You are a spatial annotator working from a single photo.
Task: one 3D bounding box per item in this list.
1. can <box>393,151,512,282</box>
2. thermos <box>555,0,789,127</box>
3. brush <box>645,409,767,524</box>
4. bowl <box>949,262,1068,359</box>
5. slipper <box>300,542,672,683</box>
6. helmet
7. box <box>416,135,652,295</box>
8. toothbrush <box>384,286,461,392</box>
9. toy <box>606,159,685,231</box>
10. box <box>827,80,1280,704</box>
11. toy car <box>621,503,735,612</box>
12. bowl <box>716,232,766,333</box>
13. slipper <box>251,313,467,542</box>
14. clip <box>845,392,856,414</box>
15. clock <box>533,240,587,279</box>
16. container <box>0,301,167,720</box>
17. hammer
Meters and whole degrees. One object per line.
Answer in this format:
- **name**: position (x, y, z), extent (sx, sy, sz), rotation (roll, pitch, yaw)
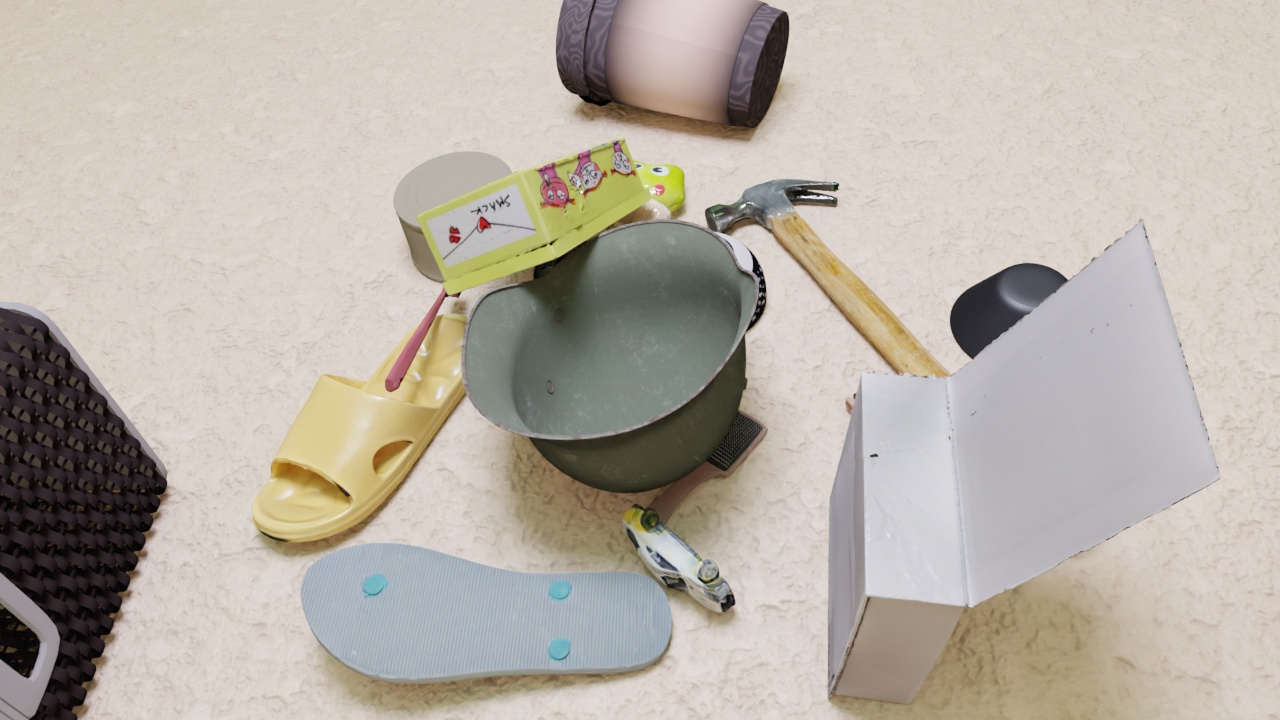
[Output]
- **can**: position (-0.185, -0.150, 0.952), extent (0.128, 0.073, 0.127), rotation (-4, 49, 4)
- **thermos**: position (0.041, -0.358, 1.047), extent (0.226, 0.173, 0.172), rotation (20, 55, 15)
- **brush**: position (0.048, 0.086, 0.756), extent (0.050, 0.015, 0.135), rotation (29, 59, 29)
- **bowl**: position (0.340, -0.048, 0.804), extent (0.124, 0.053, 0.123), rotation (-4, 49, 5)
- **slipper**: position (-0.112, 0.195, 0.671), extent (0.269, 0.055, 0.098), rotation (6, 52, -2)
- **helmet**: position (-0.004, 0.004, 0.739), extent (0.227, 0.154, 0.267), rotation (-1, 47, 19)
- **box**: position (-0.088, -0.138, 0.841), extent (0.125, 0.079, 0.220), rotation (-16, 12, 26)
- **toothbrush**: position (-0.191, -0.028, 0.826), extent (0.016, 0.016, 0.189), rotation (10, 32, 1)
- **toy**: position (-0.002, -0.166, 0.961), extent (0.092, 0.043, 0.117), rotation (11, 54, 15)
- **box**: position (0.195, 0.047, 0.519), extent (0.108, 0.420, 0.165), rotation (13, 51, -4)
- **toy car**: position (0.025, 0.150, 0.682), extent (0.033, 0.048, 0.105), rotation (-41, 56, -20)
- **bowl**: position (0.058, -0.080, 0.862), extent (0.120, 0.066, 0.120), rotation (-4, 49, 5)
- **slipper**: position (-0.230, 0.042, 0.792), extent (0.099, 0.078, 0.262), rotation (20, 53, 22)
- **clip**: position (0.189, 0.052, 0.761), extent (0.045, 0.025, 0.061), rotation (-35, 46, -23)
- **clock**: position (-0.060, -0.060, 0.869), extent (0.083, 0.057, 0.117), rotation (2, 50, 9)
- **container**: position (-0.532, 0.123, 0.659), extent (0.246, 0.248, 0.243), rotation (-2, 46, 6)
- **hammer**: position (0.195, -0.068, 0.859), extent (0.132, 0.033, 0.330), rotation (-23, 51, -13)
